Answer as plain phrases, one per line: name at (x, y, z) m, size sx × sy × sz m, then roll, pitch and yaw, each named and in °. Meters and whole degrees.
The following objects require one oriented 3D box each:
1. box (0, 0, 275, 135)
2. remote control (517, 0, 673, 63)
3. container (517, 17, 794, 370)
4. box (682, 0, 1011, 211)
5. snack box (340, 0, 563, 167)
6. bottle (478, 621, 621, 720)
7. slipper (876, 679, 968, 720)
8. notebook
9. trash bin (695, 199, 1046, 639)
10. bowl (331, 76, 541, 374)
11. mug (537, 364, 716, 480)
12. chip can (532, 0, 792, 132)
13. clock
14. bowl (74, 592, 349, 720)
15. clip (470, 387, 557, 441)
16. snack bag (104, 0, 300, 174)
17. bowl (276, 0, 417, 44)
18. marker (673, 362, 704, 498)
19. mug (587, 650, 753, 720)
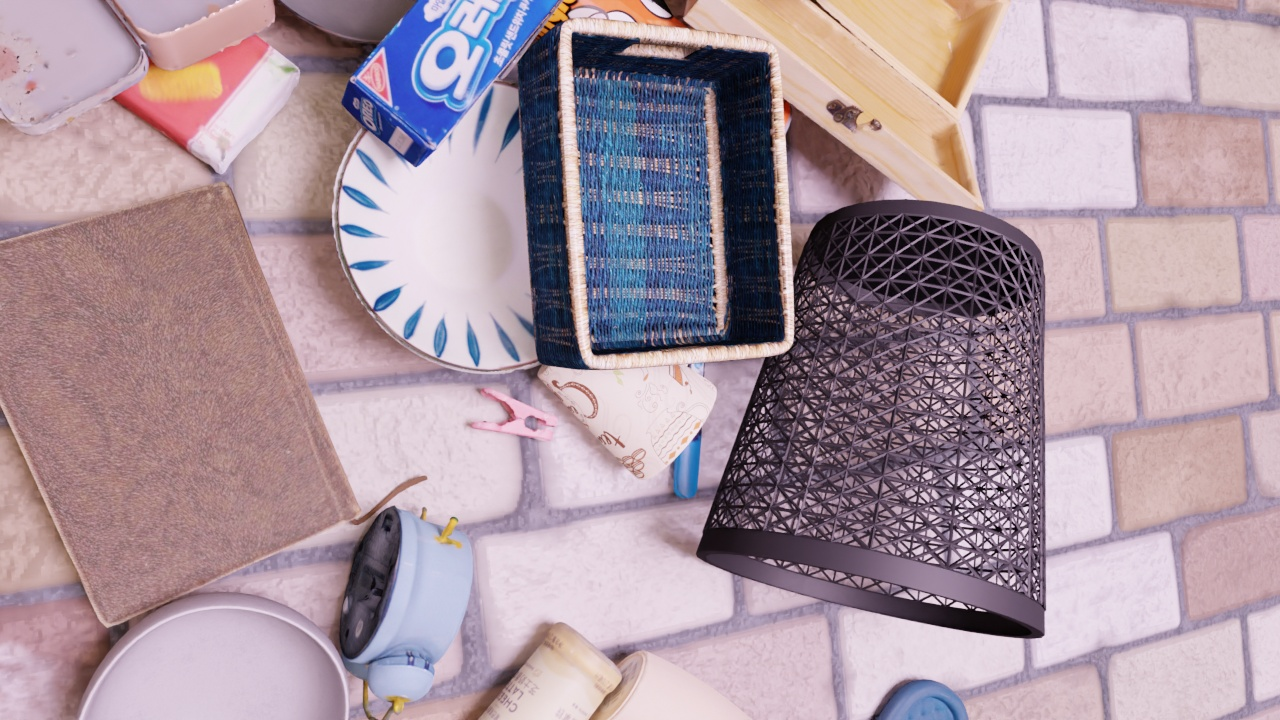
box at (-0.309, -0.231, 0.469) m, size 0.148 × 0.043 × 0.216 m, roll -37°, pitch 85°, yaw -25°
remote control at (-0.027, -0.224, 0.641) m, size 0.124 × 0.010 × 0.039 m, roll -38°, pitch 103°, yaw -21°
container at (0.009, -0.091, 0.539) m, size 0.145 × 0.071 × 0.187 m, roll -5°, pitch 92°, yaw -28°
box at (0.156, -0.251, 0.680) m, size 0.247 × 0.097 × 0.260 m, roll 31°, pitch 52°, yaw -19°
snack box at (-0.074, -0.213, 0.513) m, size 0.059 × 0.060 × 0.226 m, roll 39°, pitch 76°, yaw -20°
bottle at (-0.082, 0.244, 0.573) m, size 0.056 × 0.057 × 0.161 m, roll 47°, pitch 71°, yaw -16°
slipper at (0.193, 0.346, 0.694) m, size 0.103 × 0.059 × 0.213 m, roll 32°, pitch 74°, yaw -18°
notebook at (-0.246, 0.015, 0.521) m, size 0.189 × 0.035 × 0.215 m, roll -21°, pitch 97°, yaw -25°
trash bin at (0.171, 0.038, 0.623) m, size 0.216 × 0.217 × 0.242 m, roll 21°, pitch 73°, yaw -22°
bowl at (-0.102, -0.079, 0.569) m, size 0.177 × 0.071 × 0.177 m, roll 1°, pitch 87°, yaw -24°
mug at (-0.004, 0.004, 0.618) m, size 0.097 × 0.081 × 0.121 m, roll 40°, pitch 54°, yaw -10°
chip can at (0.001, -0.204, 0.612) m, size 0.210 × 0.062 × 0.062 m, roll 30°, pitch 76°, yaw -21°
clock at (-0.140, 0.147, 0.534) m, size 0.051 × 0.089 × 0.124 m, roll 22°, pitch 77°, yaw -29°
bowl at (-0.231, 0.192, 0.502) m, size 0.131 × 0.064 × 0.132 m, roll 0°, pitch 89°, yaw -25°
clip at (-0.082, 0.042, 0.601) m, size 0.057 × 0.022 × 0.035 m, roll 19°, pitch 77°, yaw -24°
snack bag at (-0.264, -0.171, 0.519) m, size 0.116 × 0.036 × 0.077 m, roll 37°, pitch 74°, yaw -19°
bowl at (-0.167, -0.255, 0.554) m, size 0.150 × 0.057 × 0.150 m, roll 1°, pitch 87°, yaw -25°
marker at (0.036, 0.037, 0.659) m, size 0.018 × 0.015 × 0.123 m, roll 9°, pitch 82°, yaw -27°
mug at (0.012, 0.259, 0.610) m, size 0.104 × 0.085 × 0.111 m, roll 42°, pitch 101°, yaw -7°
